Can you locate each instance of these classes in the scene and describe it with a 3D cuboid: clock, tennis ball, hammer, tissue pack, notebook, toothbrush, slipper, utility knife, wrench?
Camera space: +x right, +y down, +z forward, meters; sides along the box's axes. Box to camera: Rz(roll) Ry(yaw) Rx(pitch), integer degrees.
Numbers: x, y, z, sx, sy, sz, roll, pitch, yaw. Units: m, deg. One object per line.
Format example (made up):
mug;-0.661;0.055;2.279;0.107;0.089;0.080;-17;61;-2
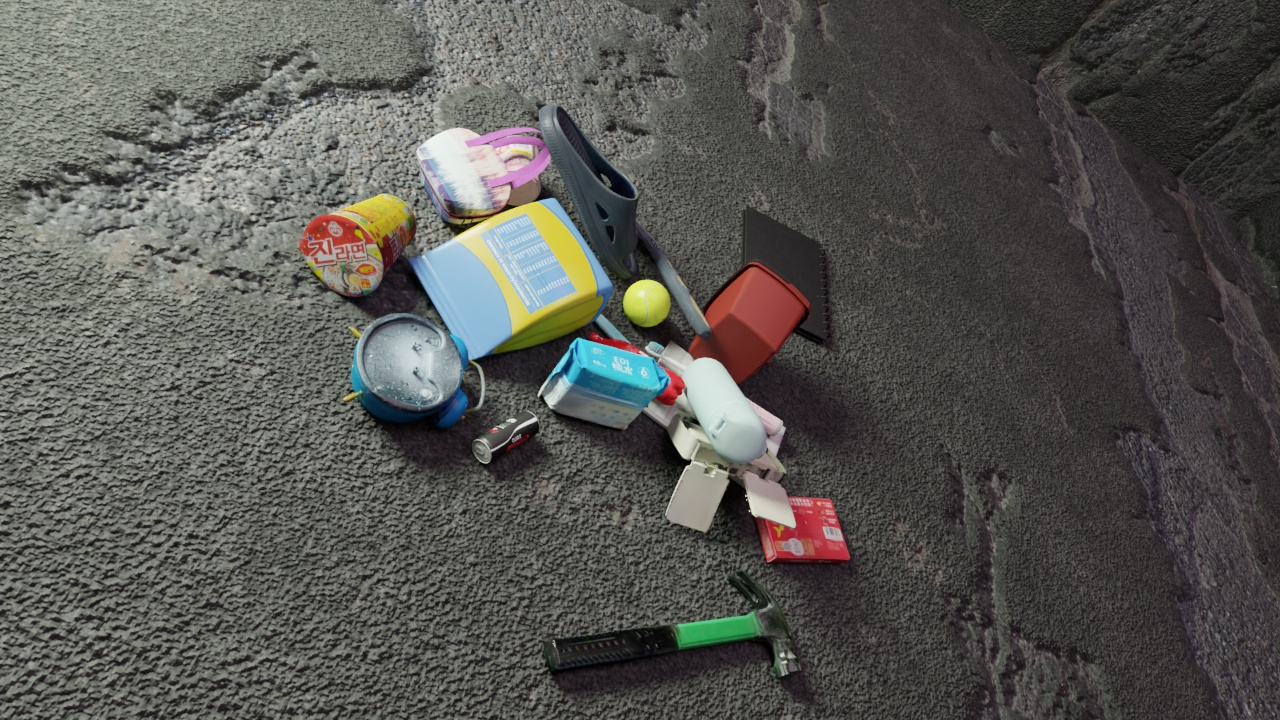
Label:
clock;-0.242;0.016;1.008;0.161;0.061;0.116;15;58;-29
tennis ball;0.009;-0.079;1.270;0.065;0.065;0.065;19;48;-23
hammer;0.039;0.307;1.019;0.318;0.032;0.130;3;57;-34
tissue pack;-0.044;0.029;1.130;0.144;0.093;0.061;17;42;-26
notebook;0.100;0.078;1.257;0.210;0.009;0.142;37;43;-7
notebook;0.241;-0.144;1.527;0.169;0.019;0.230;24;47;-18
toothbrush;0.101;0.038;1.261;0.222;0.027;0.027;32;30;-12
slipper;-0.049;-0.239;1.263;0.110;0.083;0.268;-87;154;-55
utility knife;-0.043;-0.044;1.241;0.158;0.015;0.022;47;42;0
wrench;0.040;-0.125;1.310;0.073;0.022;0.273;37;18;-45

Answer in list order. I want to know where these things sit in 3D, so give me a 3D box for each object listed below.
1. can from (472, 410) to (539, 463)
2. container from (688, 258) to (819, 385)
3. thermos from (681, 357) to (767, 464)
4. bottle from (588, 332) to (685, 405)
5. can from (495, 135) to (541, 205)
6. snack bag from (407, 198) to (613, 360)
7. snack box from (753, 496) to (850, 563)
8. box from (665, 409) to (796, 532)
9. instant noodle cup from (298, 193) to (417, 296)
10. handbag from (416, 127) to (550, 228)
can;-0.153;0.087;1.047;0.031;0.032;0.080;51;44;8
container;0.168;-0.068;1.318;0.127;0.148;0.200;40;47;-4
thermos;0.102;0.061;1.144;0.078;0.065;0.206;36;10;-20
bottle;-0.007;0.007;1.202;0.141;0.042;0.041;34;42;8
can;-0.173;-0.264;1.279;0.067;0.067;0.076;16;49;-27
snack bag;-0.162;-0.096;1.143;0.204;0.102;0.159;-24;74;-31
snack box;0.212;0.224;1.216;0.132;0.021;0.089;9;53;-31
box;0.101;0.153;1.145;0.145;0.101;0.186;22;29;-17
instant noodle cup;-0.315;-0.142;1.068;0.100;0.101;0.112;39;35;-4
handbag;-0.198;-0.254;1.203;0.169;0.068;0.144;-26;73;-17
